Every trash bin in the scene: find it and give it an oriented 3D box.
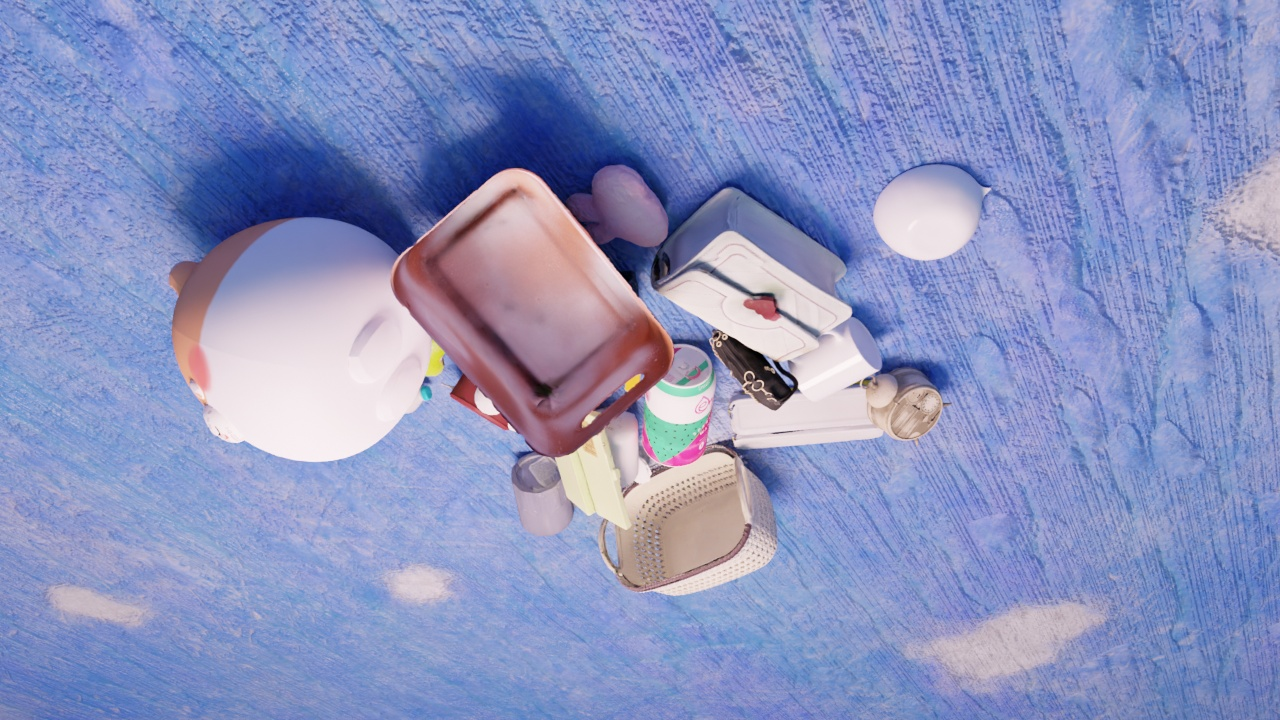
[{"bbox_3d":[-0.110,-0.055,0.956,0.181,0.157,0.260,-40,105,2],"label":"trash bin"}]

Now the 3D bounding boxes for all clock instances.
[{"bbox_3d":[0.333,0.053,1.183,0.140,0.054,0.093,28,105,-30],"label":"clock"},{"bbox_3d":[-0.191,0.051,1.183,0.138,0.048,0.096,22,167,45],"label":"clock"}]

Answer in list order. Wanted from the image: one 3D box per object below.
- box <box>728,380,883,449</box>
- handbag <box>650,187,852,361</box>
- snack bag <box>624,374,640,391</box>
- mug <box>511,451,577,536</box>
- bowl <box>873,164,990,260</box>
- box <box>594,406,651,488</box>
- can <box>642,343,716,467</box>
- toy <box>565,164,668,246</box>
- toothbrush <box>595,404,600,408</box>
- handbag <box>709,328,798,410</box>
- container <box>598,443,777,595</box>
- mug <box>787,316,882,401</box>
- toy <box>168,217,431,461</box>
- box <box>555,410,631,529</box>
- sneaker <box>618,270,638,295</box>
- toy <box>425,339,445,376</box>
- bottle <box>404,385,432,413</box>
[{"bbox_3d":[0.228,0.084,1.261,0.210,0.045,0.128,-6,140,8],"label":"box"},{"bbox_3d":[0.125,-0.084,1.036,0.198,0.096,0.142,27,133,-27],"label":"handbag"},{"bbox_3d":[-0.007,0.007,1.191,0.020,0.026,0.099,10,138,0],"label":"snack bag"},{"bbox_3d":[-0.127,0.190,1.365,0.123,0.083,0.104,-19,137,-13],"label":"mug"},{"bbox_3d":[0.314,-0.150,0.990,0.115,0.050,0.115,1,137,1],"label":"bowl"},{"bbox_3d":[-0.033,0.139,1.290,0.084,0.094,0.166,13,130,18],"label":"box"},{"bbox_3d":[0.049,0.062,1.201,0.088,0.088,0.166,3,137,-1],"label":"can"},{"bbox_3d":[-0.028,-0.161,0.993,0.105,0.053,0.108,-11,137,30],"label":"toy"},{"bbox_3d":[-0.039,0.012,1.205,0.016,0.016,0.167,15,136,-12],"label":"toothbrush"},{"bbox_3d":[0.133,0.005,1.117,0.054,0.128,0.079,-45,140,13],"label":"handbag"},{"bbox_3d":[0.079,0.244,1.339,0.252,0.184,0.143,-28,139,27],"label":"container"},{"bbox_3d":[0.228,-0.008,1.126,0.091,0.073,0.110,-31,137,31],"label":"mug"},{"bbox_3d":[-0.375,-0.024,1.002,0.281,0.265,0.263,16,147,20],"label":"toy"},{"bbox_3d":[-0.077,0.133,1.233,0.029,0.138,0.187,-30,124,-28],"label":"box"},{"bbox_3d":[-0.112,-0.080,1.062,0.235,0.087,0.079,7,126,-8],"label":"sneaker"},{"bbox_3d":[-0.302,-0.021,1.159,0.117,0.043,0.092,16,138,-11],"label":"toy"},{"bbox_3d":[-0.347,0.056,1.242,0.136,0.044,0.044,-12,136,14],"label":"bottle"}]
